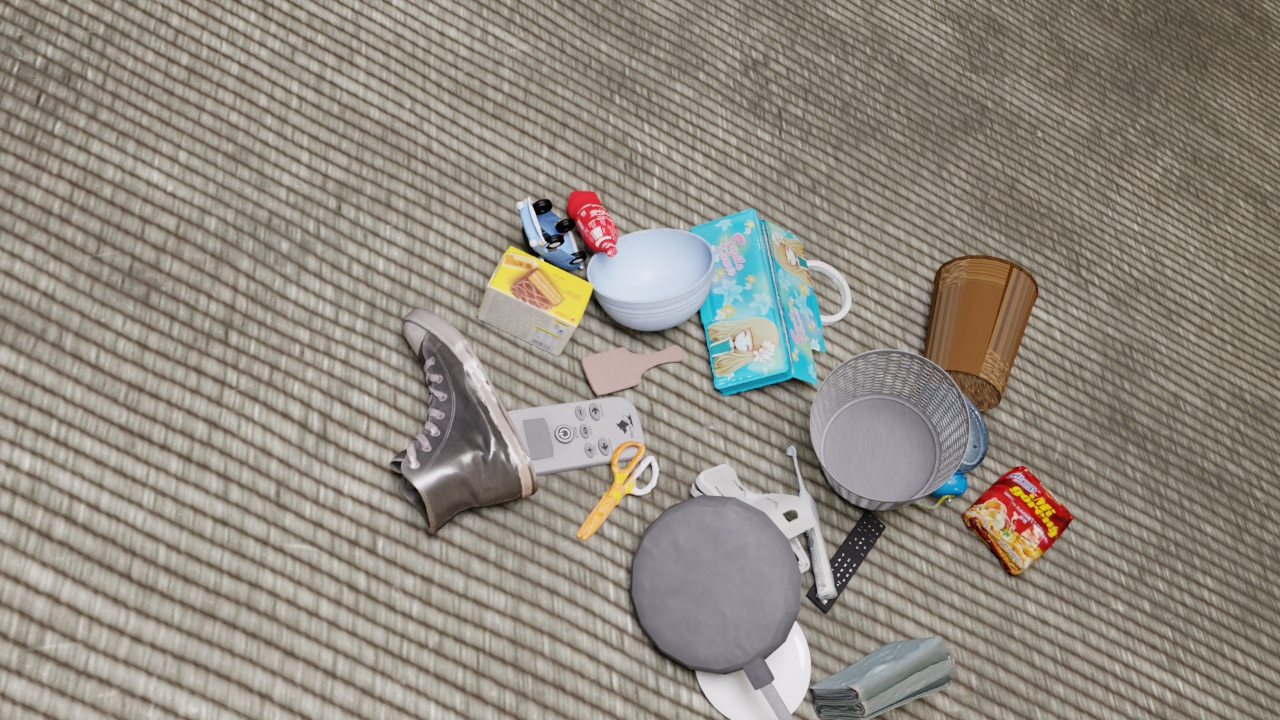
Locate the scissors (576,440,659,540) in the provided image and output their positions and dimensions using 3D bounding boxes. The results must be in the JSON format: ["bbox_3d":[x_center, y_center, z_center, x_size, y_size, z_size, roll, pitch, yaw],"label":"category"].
[{"bbox_3d":[-0.026,0.147,0.996,0.065,0.013,0.128,45,67,-20],"label":"scissors"}]

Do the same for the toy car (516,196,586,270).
[{"bbox_3d":[-0.105,-0.139,1.046,0.055,0.153,0.056,-22,80,10],"label":"toy car"}]

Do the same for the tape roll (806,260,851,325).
[{"bbox_3d":[0.234,-0.090,1.211,0.093,0.013,0.093,8,62,-17],"label":"tape roll"}]

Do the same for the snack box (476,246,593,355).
[{"bbox_3d":[-0.119,-0.065,1.029,0.105,0.084,0.061,25,60,-8],"label":"snack box"}]

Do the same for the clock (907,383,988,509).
[{"bbox_3d":[0.361,0.106,1.135,0.117,0.060,0.161,31,60,-5],"label":"clock"}]

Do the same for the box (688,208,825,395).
[{"bbox_3d":[0.155,-0.075,1.131,0.171,0.084,0.227,-2,65,-13],"label":"box"}]

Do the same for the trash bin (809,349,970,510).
[{"bbox_3d":[0.268,0.087,1.013,0.156,0.183,0.156,-3,75,11],"label":"trash bin"}]

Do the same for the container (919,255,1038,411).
[{"bbox_3d":[0.433,-0.031,1.194,0.132,0.132,0.167,26,65,-6],"label":"container"}]

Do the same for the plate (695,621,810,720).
[{"bbox_3d":[0.116,0.315,0.969,0.134,0.011,0.134,8,63,-16],"label":"plate"}]

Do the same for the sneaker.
[{"bbox_3d":[-0.211,0.056,0.935,0.119,0.095,0.234,-24,79,-24],"label":"sneaker"}]

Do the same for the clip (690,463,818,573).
[{"bbox_3d":[0.124,0.170,0.992,0.126,0.105,0.151,-11,70,-45],"label":"clip"}]

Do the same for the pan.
[{"bbox_3d":[0.111,0.298,0.889,0.179,0.041,0.357,-34,74,15],"label":"pan"}]

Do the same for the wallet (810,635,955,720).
[{"bbox_3d":[0.251,0.334,0.957,0.131,0.101,0.054,-13,73,-24],"label":"wallet"}]

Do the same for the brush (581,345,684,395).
[{"bbox_3d":[-0.006,0.006,1.078,0.135,0.015,0.050,-15,72,-32],"label":"brush"}]

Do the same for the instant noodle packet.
[{"bbox_3d":[0.469,0.198,1.142,0.135,0.040,0.098,-32,72,-29],"label":"instant noodle packet"}]

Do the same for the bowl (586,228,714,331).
[{"bbox_3d":[0.016,-0.085,1.079,0.150,0.075,0.150,-6,40,5],"label":"bowl"}]

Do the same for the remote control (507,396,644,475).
[{"bbox_3d":[-0.070,0.082,1.011,0.150,0.019,0.074,-7,68,-23],"label":"remote control"}]

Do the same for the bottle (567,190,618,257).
[{"bbox_3d":[-0.054,-0.161,1.094,0.042,0.042,0.141,-2,34,-21],"label":"bottle"}]

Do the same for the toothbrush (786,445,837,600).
[{"bbox_3d":[0.195,0.182,1.055,0.024,0.022,0.185,9,57,-28],"label":"toothbrush"}]

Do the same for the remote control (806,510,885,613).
[{"bbox_3d":[0.238,0.230,1.057,0.030,0.009,0.139,43,59,4],"label":"remote control"}]
